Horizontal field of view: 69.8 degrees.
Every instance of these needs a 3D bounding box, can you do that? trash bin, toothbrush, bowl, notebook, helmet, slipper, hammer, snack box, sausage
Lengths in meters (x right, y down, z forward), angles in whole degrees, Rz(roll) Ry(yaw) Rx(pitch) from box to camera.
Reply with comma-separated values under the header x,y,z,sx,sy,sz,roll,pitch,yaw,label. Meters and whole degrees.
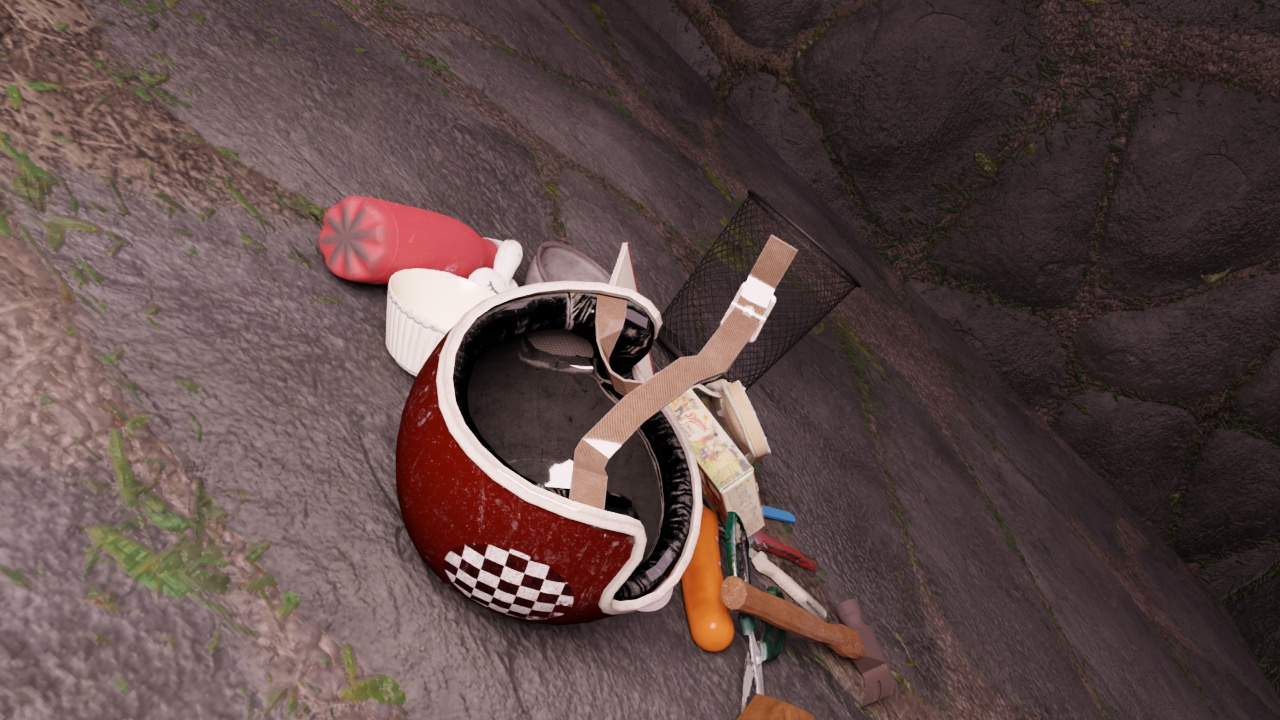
x,y,z,sx,sy,sz,roll,pitch,yaw,label
0.137,-0.074,1.160,0.184,0.210,0.184,40,9,-8,trash bin
0.134,0.174,1.058,0.166,0.014,0.016,23,33,-49,toothbrush
-0.074,-0.054,1.002,0.145,0.067,0.144,36,26,-21,bowl
-0.005,0.005,0.927,0.152,0.012,0.209,-77,159,-59,notebook
-0.047,0.056,0.639,0.233,0.254,0.232,14,49,-10,helmet
0.095,0.070,0.999,0.114,0.054,0.273,61,-4,2,slipper
0.166,0.258,0.881,0.323,0.033,0.115,36,29,-47,hammer
-0.167,-0.024,0.786,0.115,0.063,0.115,21,22,-9,bowl
0.064,0.096,0.925,0.147,0.041,0.143,53,-8,32,snack box
0.059,0.199,0.861,0.044,0.039,0.164,41,24,-26,sausage

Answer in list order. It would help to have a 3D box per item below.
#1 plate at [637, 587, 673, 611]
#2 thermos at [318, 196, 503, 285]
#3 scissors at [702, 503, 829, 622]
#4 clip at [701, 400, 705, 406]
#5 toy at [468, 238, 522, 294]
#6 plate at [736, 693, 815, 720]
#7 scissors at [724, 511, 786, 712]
x,y,z,sx,sy,sz,roll,pitch,yaw,label
-0.017,0.164,0.827,0.134,0.011,0.134,36,26,-21,plate
-0.197,-0.104,0.875,0.073,0.073,0.239,53,19,14,thermos
0.141,0.214,0.999,0.179,0.015,0.186,55,27,19,scissors
0.061,0.041,1.141,0.052,0.037,0.046,-4,67,-58,clip
-0.144,-0.060,0.900,0.038,0.079,0.122,10,46,14,toy
0.128,0.335,0.750,0.131,0.025,0.131,40,31,-31,plate
0.114,0.256,0.857,0.179,0.015,0.205,47,35,-54,scissors
